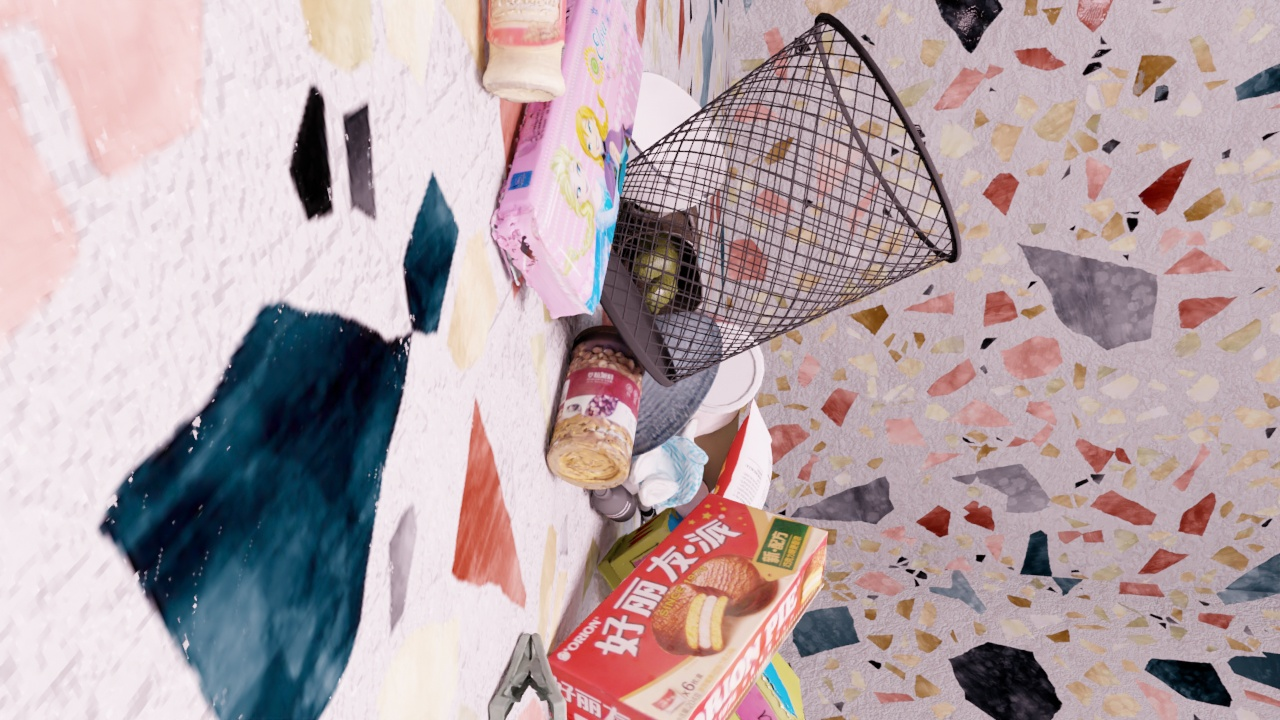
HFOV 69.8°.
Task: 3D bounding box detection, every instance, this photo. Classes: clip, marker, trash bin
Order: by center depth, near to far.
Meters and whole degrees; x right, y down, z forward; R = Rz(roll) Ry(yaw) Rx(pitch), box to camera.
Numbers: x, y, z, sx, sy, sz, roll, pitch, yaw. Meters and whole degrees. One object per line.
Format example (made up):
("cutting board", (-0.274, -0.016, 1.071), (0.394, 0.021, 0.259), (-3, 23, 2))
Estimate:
("clip", (-0.065, 0.187, 0.541), (0.076, 0.059, 0.023), (-104, -166, -72))
("trash bin", (0.073, -0.094, 0.624), (0.184, 0.210, 0.184), (58, 10, -16))
("marker", (0.004, 0.160, 1.052), (0.141, 0.016, 0.016), (77, 18, -62))

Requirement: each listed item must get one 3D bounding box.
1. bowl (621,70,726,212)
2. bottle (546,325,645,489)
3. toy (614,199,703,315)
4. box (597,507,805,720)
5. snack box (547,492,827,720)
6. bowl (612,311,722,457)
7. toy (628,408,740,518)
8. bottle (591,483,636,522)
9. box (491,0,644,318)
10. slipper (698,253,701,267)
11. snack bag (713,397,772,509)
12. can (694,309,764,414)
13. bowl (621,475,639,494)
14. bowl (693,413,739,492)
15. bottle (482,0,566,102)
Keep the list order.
("bowl", (0.009, -0.167, 0.739), (0.113, 0.063, 0.113), (23, 52, -33))
("bottle", (-0.029, 0.032, 0.643), (0.056, 0.056, 0.105), (82, 13, -50))
("toy", (0.016, -0.105, 0.835), (0.152, 0.078, 0.179), (-87, 169, -53))
("box", (0.057, 0.250, 0.862), (0.221, 0.081, 0.124), (53, 6, 1))
("snack box", (0.044, 0.198, 0.702), (0.235, 0.113, 0.060), (-36, 132, -46))
("bowl", (-0.004, 0.004, 0.734), (0.057, 0.137, 0.136), (37, 44, -30))
("toy", (0.013, 0.088, 0.814), (0.205, 0.106, 0.131), (-15, 119, -74))
("bottle", (-0.025, 0.118, 0.786), (0.113, 0.030, 0.030), (65, 29, -73))
("box", (-0.046, -0.138, 0.561), (0.084, 0.053, 0.229), (55, 35, -48))
("slipper", (0.030, -0.064, 0.982), (0.098, 0.055, 0.269), (-51, 149, -74))
("snack bag", (0.098, 0.124, 0.894), (0.143, 0.039, 0.131), (-67, 157, -16))
("can", (0.060, -0.002, 0.827), (0.136, 0.078, 0.078), (-119, -150, -80))
("bowl", (0.001, 0.086, 0.921), (0.110, 0.040, 0.110), (4, 89, -82))
("bowl", (0.047, 0.065, 0.969), (0.152, 0.050, 0.152), (-171, -90, -69))
("bottle", (-0.055, -0.183, 0.448), (0.044, 0.044, 0.109), (-13, 106, -81))
